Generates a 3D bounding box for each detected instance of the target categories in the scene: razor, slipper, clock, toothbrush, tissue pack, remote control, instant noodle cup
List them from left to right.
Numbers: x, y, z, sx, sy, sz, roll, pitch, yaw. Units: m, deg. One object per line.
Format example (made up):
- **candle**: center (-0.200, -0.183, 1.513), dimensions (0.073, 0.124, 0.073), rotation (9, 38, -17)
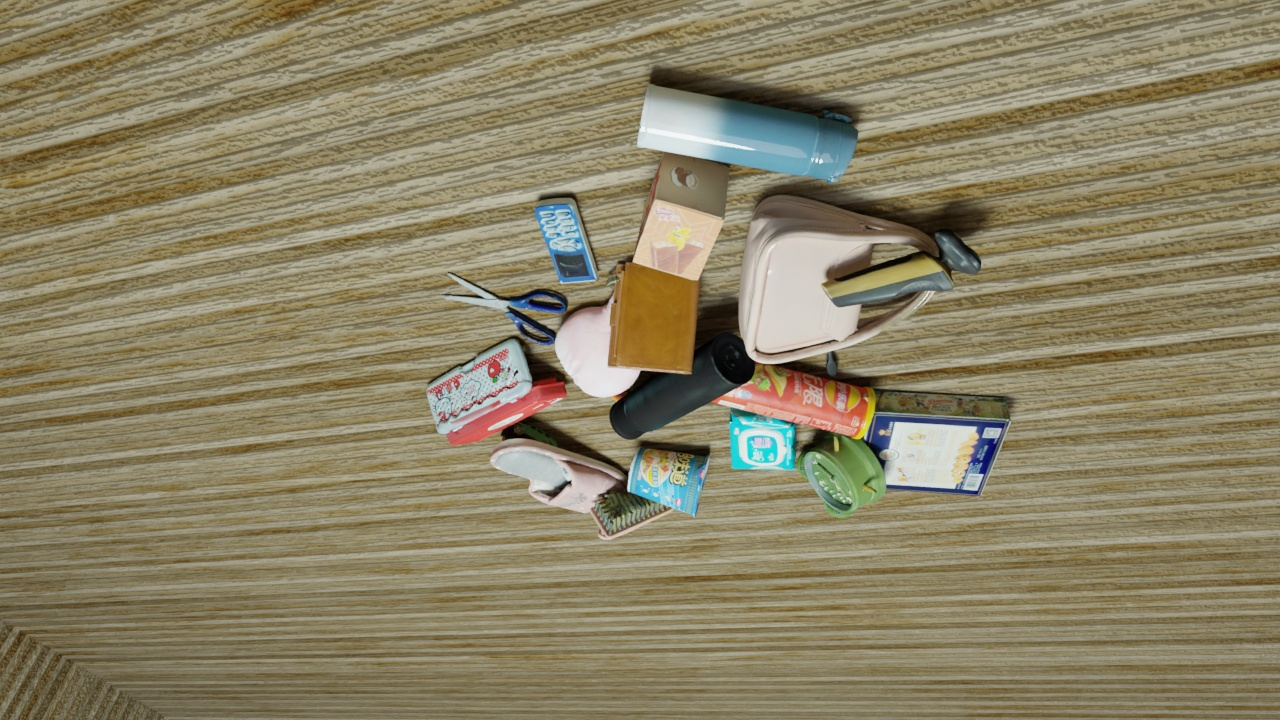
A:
- **slipper**: center (-0.116, 0.189, 1.424), dimensions (0.114, 0.054, 0.274), rotation (-28, 139, 32)
- **remote control**: center (-0.087, -0.142, 1.101), dimensions (0.049, 0.024, 0.125), rotation (-2, 136, 14)
- **instant noodle cup**: center (0.041, 0.177, 1.391), dimensions (0.110, 0.099, 0.099), rotation (14, 139, 9)
- **tissue pack**: center (0.176, 0.111, 1.314), dimensions (0.093, 0.050, 0.134), rotation (0, 138, 10)
- **toothbrush**: center (0.234, -0.048, 1.156), dimensions (0.014, 0.016, 0.189), rotation (-10, 133, 9)
- **clock**: center (0.281, 0.164, 1.308), dimensions (0.116, 0.056, 0.161), rotation (56, 159, 12)
- **razor**: center (0.279, -0.095, 0.994), dimensions (0.167, 0.062, 0.067), rotation (-15, 106, 3)

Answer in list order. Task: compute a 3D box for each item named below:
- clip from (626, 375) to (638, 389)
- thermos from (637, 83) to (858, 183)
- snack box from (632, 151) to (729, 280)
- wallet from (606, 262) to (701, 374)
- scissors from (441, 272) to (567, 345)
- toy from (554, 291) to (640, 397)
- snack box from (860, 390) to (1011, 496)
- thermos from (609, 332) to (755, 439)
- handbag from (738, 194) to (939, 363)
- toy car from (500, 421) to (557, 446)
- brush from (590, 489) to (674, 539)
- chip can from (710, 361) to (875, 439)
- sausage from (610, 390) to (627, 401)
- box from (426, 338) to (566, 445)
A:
- **clip**: center (-0.005, 0.014, 1.257), dimensions (0.104, 0.034, 0.087), rotation (-7, 133, 8)
- **thermos**: center (0.108, -0.232, 0.934), dimensions (0.220, 0.070, 0.070), rotation (9, 139, -1)
- **snack box**: center (0.044, -0.159, 1.003), dimensions (0.077, 0.092, 0.095), rotation (16, 139, -6)
- **wallet**: center (0.009, -0.053, 1.114), dimensions (0.119, 0.130, 0.035), rotation (5, 175, 12)
- **scissors**: center (-0.171, -0.073, 1.206), dimensions (0.163, 0.012, 0.162), rotation (-18, 131, 31)
- **toy**: center (-0.038, -0.023, 1.189), dimensions (0.160, 0.054, 0.121), rotation (-38, 94, 30)
- **snack box**: center (0.400, 0.118, 1.281), dimensions (0.182, 0.045, 0.178), rotation (4, 139, 7)
- **thermos**: center (0.048, 0.030, 1.196), dimensions (0.068, 0.089, 0.243), rotation (30, 146, -22)
- **handbag**: center (0.233, -0.092, 1.058), dimensions (0.234, 0.093, 0.194), rotation (-1, 134, -1)
- **toy car**: center (-0.169, 0.120, 1.403), dimensions (0.091, 0.036, 0.043), rotation (31, 136, -27)
- **brush**: center (-0.003, 0.233, 1.445), dimensions (0.145, 0.063, 0.073), rotation (-19, 138, -24)
- **chip can**: center (0.198, 0.047, 1.222), dimensions (0.216, 0.073, 0.073), rotation (13, 139, -3)
- **sausage**: center (-0.061, 0.020, 1.280), dimensions (0.022, 0.021, 0.165), rotation (-23, 129, 32)
- **box**: center (-0.210, 0.046, 1.327), dimensions (0.202, 0.100, 0.095), rotation (-26, 168, 32)
